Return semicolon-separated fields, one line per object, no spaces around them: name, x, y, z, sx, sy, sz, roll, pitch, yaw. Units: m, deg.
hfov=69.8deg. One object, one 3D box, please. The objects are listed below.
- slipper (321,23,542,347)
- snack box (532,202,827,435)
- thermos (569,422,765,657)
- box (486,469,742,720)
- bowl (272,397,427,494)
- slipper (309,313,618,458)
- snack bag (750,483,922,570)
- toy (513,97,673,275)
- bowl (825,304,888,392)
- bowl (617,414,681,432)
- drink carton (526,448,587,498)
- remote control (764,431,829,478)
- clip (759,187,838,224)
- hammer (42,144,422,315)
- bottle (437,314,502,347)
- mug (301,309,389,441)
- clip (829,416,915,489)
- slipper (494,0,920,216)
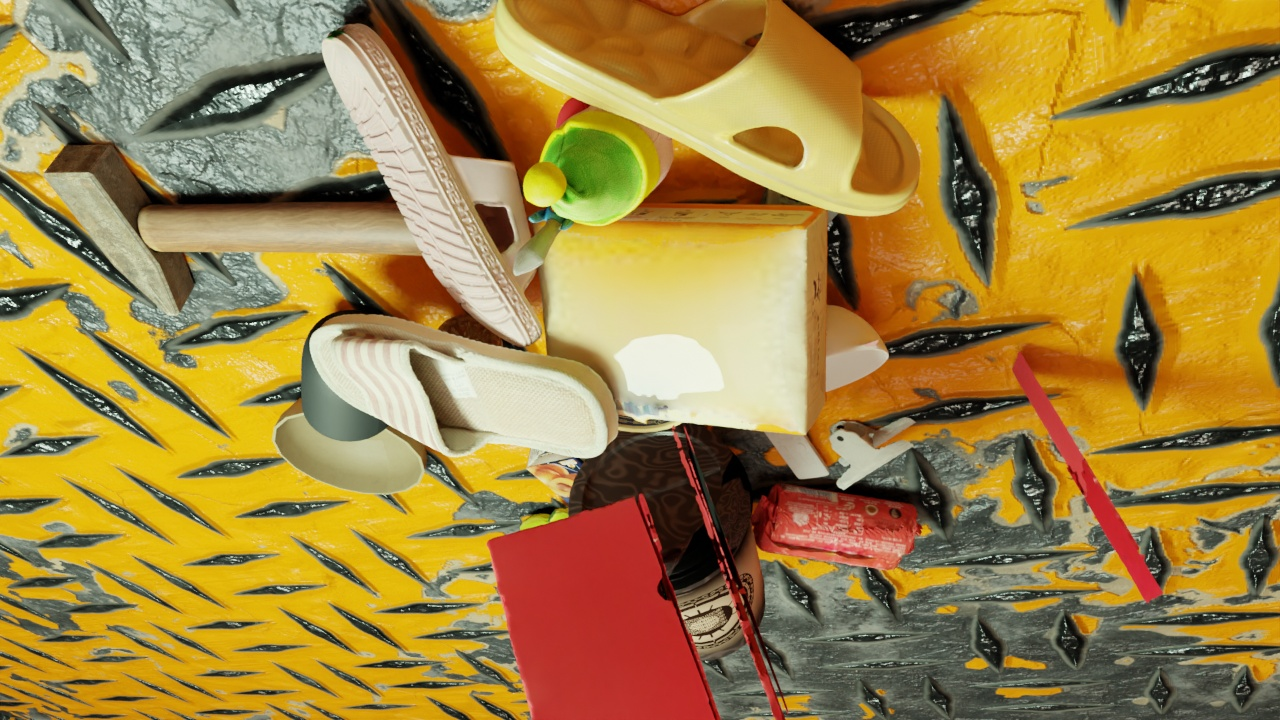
slipper;-0.126;-0.119;0.624;0.094;0.064;0.239;16;139;53
snack box;0.026;-0.030;0.637;0.195;0.080;0.145;5;113;23
thermos;0.041;0.190;0.912;0.173;0.172;0.226;-5;137;17
box;-0.010;0.263;0.810;0.197;0.216;0.352;-16;154;-10
bowl;-0.289;0.076;0.932;0.152;0.050;0.153;5;142;4
slipper;-0.142;0.024;0.677;0.263;0.052;0.115;10;132;23
snack bag;0.202;0.173;0.943;0.176;0.082;0.082;8;142;0
toy;-0.036;-0.121;0.567;0.124;0.131;0.097;-21;139;33
bowl;0.133;-0.009;0.727;0.114;0.050;0.115;-14;162;-5
bowl;-0.005;0.005;0.779;0.112;0.061;0.113;5;142;4
drink carton;-0.055;0.123;0.958;0.064;0.040;0.130;-15;137;28
remote control;0.145;0.076;0.883;0.033;0.012;0.131;-12;138;27
clip;0.082;-0.090;0.669;0.112;0.028;0.163;14;141;-10
hammer;-0.283;-0.098;0.720;0.301;0.037;0.158;1;142;9
bottle;-0.164;0.028;0.841;0.059;0.059;0.166;13;143;-7
mug;-0.240;0.009;0.823;0.121;0.085;0.095;-9;147;-25
clip;0.208;0.084;0.864;0.056;0.056;0.102;2;149;-33
slipper;0.049;-0.170;0.519;0.263;0.099;0.079;19;140;-7
